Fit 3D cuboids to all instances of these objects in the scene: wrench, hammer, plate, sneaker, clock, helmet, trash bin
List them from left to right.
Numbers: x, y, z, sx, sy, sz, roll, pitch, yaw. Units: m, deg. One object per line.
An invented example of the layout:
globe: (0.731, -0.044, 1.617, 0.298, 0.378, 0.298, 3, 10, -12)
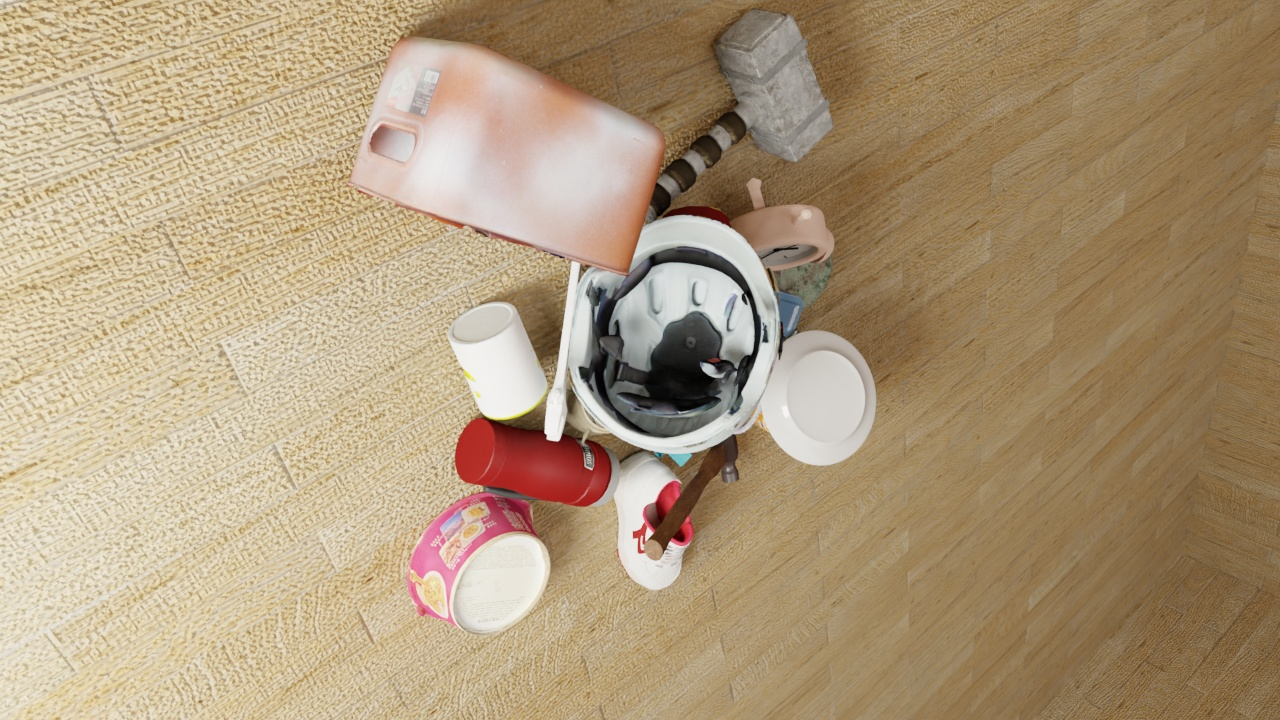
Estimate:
trash bin: (-0.120, -0.195, 0.891, 0.259, 0.182, 0.157, 13, 99, -43)
wrench: (-0.083, -0.042, 1.064, 0.018, 0.066, 0.273, 8, 92, 2)
clock: (-0.033, 0.039, 1.147, 0.140, 0.055, 0.093, -28, 104, -28)
sneaker: (0.031, 0.246, 1.286, 0.090, 0.104, 0.237, -25, 125, -31)
helmet: (0.046, -0.021, 1.060, 0.164, 0.237, 0.263, 56, 45, -75)
hammer: (0.074, 0.170, 1.229, 0.322, 0.033, 0.115, -43, 125, -60)
hammer: (0.086, -0.260, 1.120, 0.326, 0.079, 0.177, -44, 133, -9)
clock: (0.174, -0.166, 1.190, 0.160, 0.131, 0.086, 30, 52, -62)
plate: (0.254, 0.051, 1.277, 0.188, 0.016, 0.188, 2, 84, -22)

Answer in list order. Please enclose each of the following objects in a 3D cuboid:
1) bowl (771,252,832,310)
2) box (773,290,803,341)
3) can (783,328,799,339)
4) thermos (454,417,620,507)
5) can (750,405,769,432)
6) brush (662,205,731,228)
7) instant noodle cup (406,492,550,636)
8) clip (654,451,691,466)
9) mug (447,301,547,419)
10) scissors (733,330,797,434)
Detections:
bowl: (0.225, -0.131, 1.323, 0.157, 0.038, 0.158, -19, 121, -34)
box: (0.123, -0.050, 1.249, 0.208, 0.021, 0.125, 13, 101, -28)
can: (0.227, -0.016, 1.370, 0.135, 0.054, 0.054, 35, 85, -45)
thermos: (-0.128, 0.133, 1.115, 0.198, 0.084, 0.108, 19, 127, -43)
can: (0.231, 0.083, 1.358, 0.079, 0.142, 0.079, -19, 121, -34)
brush: (0.082, -0.127, 1.128, 0.173, 0.082, 0.041, 62, 34, -49)
instant noodle cup: (-0.186, 0.257, 1.119, 0.178, 0.078, 0.179, -19, 121, -34)
clip: (0.008, 0.088, 1.227, 0.027, 0.104, 0.120, -46, 113, -17)
mug: (-0.157, 0.000, 1.018, 0.082, 0.082, 0.106, -35, 128, -24)
scissors: (0.161, 0.033, 1.289, 0.170, 0.014, 0.173, 0, 112, -28)
